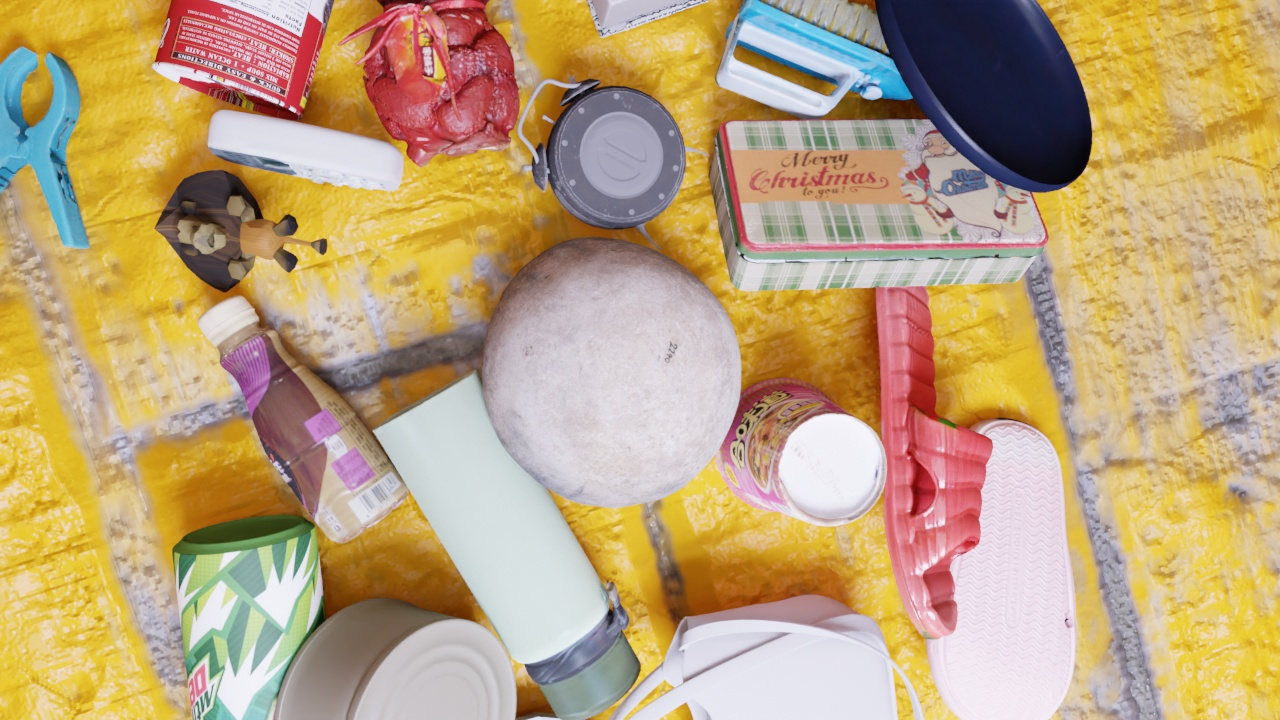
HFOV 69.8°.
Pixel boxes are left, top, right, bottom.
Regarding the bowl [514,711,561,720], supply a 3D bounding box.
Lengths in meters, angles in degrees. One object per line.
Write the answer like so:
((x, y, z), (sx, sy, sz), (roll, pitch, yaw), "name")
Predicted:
((-0.069, 0.287, 0.627), (0.106, 0.039, 0.106), (0, 93, -8), "bowl")

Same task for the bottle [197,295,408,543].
((-0.217, 0.035, 0.581), (0.059, 0.059, 0.166), (-34, 97, -5), "bottle")

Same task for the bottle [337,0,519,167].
((-0.125, -0.178, 0.564), (0.099, 0.099, 0.111), (-5, 99, -8), "bottle")

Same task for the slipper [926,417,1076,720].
((0.254, 0.151, 0.657), (0.106, 0.056, 0.221), (7, 82, -8), "slipper")

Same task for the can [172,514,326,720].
((-0.239, 0.176, 0.574), (0.083, 0.083, 0.144), (-5, 94, -8), "can")

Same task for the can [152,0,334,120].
((-0.231, -0.216, 0.552), (0.086, 0.086, 0.116), (16, 91, -9), "can")

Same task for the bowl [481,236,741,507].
((-0.003, 0.003, 0.573), (0.178, 0.081, 0.178), (4, 81, -25), "bowl")

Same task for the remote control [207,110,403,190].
((-0.207, -0.129, 0.574), (0.114, 0.060, 0.028), (9, 89, -12), "remote control")

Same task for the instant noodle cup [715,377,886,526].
((0.109, 0.063, 0.604), (0.097, 0.108, 0.097), (-1, 93, -9), "instant noodle cup")

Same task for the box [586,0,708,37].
((-0.008, -0.412, 0.567), (0.166, 0.098, 0.368), (-22, 102, -7), "box")

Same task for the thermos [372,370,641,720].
((-0.078, 0.122, 0.597), (0.082, 0.082, 0.231), (-30, 96, -6), "thermos")

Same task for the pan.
((0.162, -0.235, 0.575), (0.356, 0.021, 0.198), (30, 56, -21), "pan")

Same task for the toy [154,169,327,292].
((-0.245, -0.077, 0.567), (0.100, 0.062, 0.076), (11, 110, 9), "toy")

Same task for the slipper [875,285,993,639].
((0.198, 0.054, 0.603), (0.059, 0.103, 0.248), (-9, 74, 30), "slipper")

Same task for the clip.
((-0.369, -0.130, 0.569), (0.102, 0.027, 0.119), (7, 92, -11), "clip")

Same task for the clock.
((-0.022, -0.135, 0.606), (0.122, 0.044, 0.091), (27, 86, -14), "clock")

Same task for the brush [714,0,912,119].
((0.124, -0.200, 0.618), (0.136, 0.055, 0.075), (18, 86, -9), "brush")

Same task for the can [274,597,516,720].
((-0.146, 0.215, 0.561), (0.127, 0.073, 0.127), (2, 88, -51), "can")

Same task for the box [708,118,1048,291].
((0.153, -0.105, 0.605), (0.205, 0.051, 0.117), (-1, 56, -6), "box")

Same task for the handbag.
((0.068, 0.269, 0.597), (0.222, 0.096, 0.216), (-8, 94, -23), "handbag")
